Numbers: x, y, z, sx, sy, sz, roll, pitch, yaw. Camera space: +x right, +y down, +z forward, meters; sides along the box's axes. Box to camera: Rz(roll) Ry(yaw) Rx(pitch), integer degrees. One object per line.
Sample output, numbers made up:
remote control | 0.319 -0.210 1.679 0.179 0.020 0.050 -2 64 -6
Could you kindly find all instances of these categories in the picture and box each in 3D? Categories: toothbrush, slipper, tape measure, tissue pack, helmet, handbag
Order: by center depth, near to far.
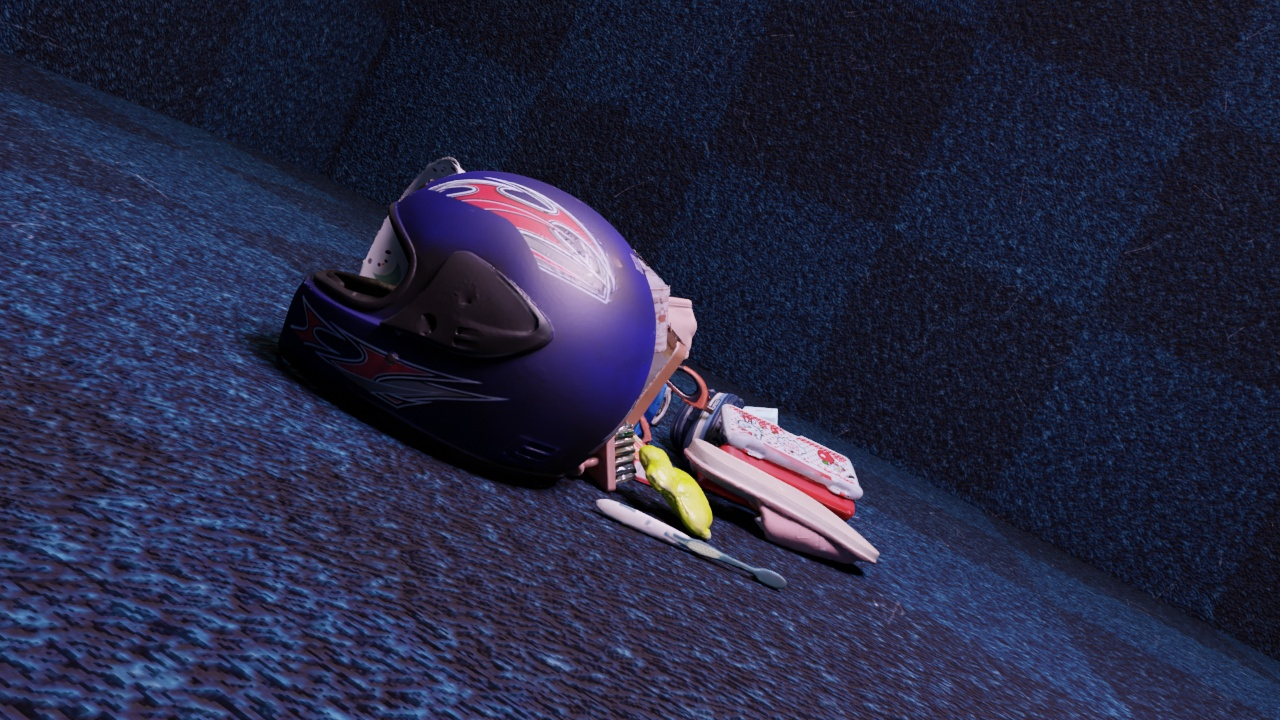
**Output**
helmet | -0.137 -0.049 0.815 0.315 0.240 0.247 26 4 6
toothbrush | 0.046 0.163 0.816 0.191 0.016 0.018 25 -5 -10
slipper | 0.158 0.173 1.044 0.274 0.054 0.114 31 6 -20
tissue pack | -0.009 0.050 1.264 0.052 0.095 0.157 23 7 -11
slipper | 0.091 0.090 1.278 0.095 0.105 0.252 6 6 13
handbag | -0.055 -0.057 1.348 0.235 0.093 0.193 9 5 38
tape measure | 0.019 0.064 1.398 0.033 0.066 0.066 23 2 21

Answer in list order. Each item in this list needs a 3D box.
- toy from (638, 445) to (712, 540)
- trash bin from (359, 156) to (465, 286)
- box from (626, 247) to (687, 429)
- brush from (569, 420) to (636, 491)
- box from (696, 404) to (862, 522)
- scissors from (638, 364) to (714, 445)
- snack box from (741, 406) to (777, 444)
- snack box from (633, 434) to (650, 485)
toy | 0.037 0.127 0.896 0.100 0.031 0.096 43 17 -35
trash bin | -0.196 -0.097 1.179 0.251 0.229 0.230 29 3 -33
box | -0.043 -0.022 1.059 0.154 0.185 0.182 -3 23 -16
brush | -0.060 0.078 0.931 0.073 0.063 0.146 -10 20 -23
box | 0.174 0.131 1.144 0.201 0.096 0.101 25 44 -18
scissors | 0.003 0.009 1.163 0.225 0.189 0.015 29 9 3
snack box | 0.160 0.106 1.261 0.052 0.074 0.174 4 1 9
snack box | -0.027 0.099 1.052 0.075 0.025 0.153 24 5 -21
